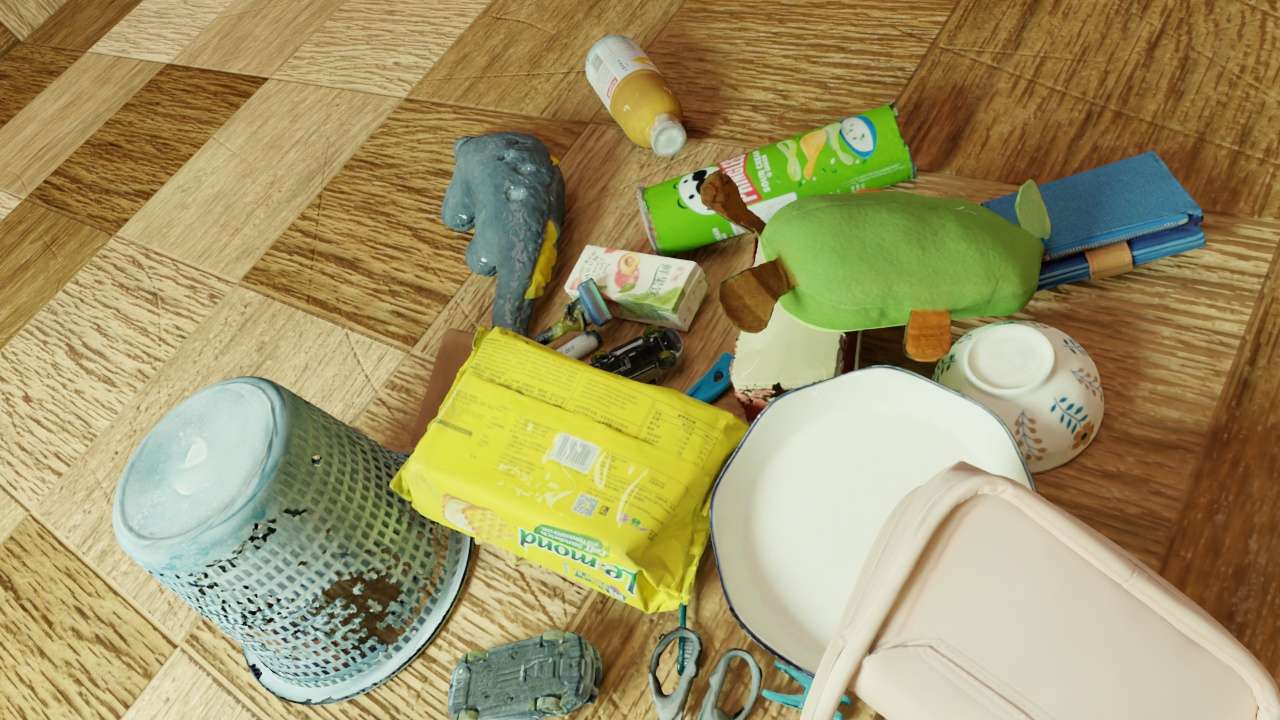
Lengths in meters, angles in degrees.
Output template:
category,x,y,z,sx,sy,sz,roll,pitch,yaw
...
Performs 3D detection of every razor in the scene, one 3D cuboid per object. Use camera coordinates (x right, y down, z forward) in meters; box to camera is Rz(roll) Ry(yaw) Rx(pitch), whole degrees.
category,x,y,z,sx,sy,sz,roll,pitch,yaw
razor,-0.088,-0.019,0.826,0.143,0.022,0.042,-32,78,18

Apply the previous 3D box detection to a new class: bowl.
category,x,y,z,sx,sy,sz,roll,pitch,yaw
bowl,0.252,0.015,0.625,0.114,0.062,0.113,-15,49,17

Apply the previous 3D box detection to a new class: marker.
category,x,y,z,sx,sy,sz,roll,pitch,yaw
marker,-0.092,0.013,0.825,0.131,0.018,0.022,-31,73,1

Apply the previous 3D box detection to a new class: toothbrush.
category,x,y,z,sx,sy,sz,roll,pitch,yaw
toothbrush,0.039,0.133,0.668,0.018,0.016,0.191,-2,54,12

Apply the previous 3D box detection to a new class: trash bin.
category,x,y,z,sx,sy,sz,roll,pitch,yaw
trash bin,-0.273,0.124,0.707,0.227,0.195,0.226,-13,51,16

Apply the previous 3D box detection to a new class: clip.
category,x,y,z,sx,sy,sz,roll,pitch,yaw
clip,0.105,0.211,0.577,0.056,0.014,0.041,13,62,35

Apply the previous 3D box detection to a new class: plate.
category,x,y,z,sx,sy,sz,roll,pitch,yaw
plate,0.148,0.107,0.591,0.205,0.045,0.204,-8,65,17

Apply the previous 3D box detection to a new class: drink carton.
category,x,y,z,sx,sy,sz,roll,pitch,yaw
drink carton,-0.003,-0.065,0.821,0.123,0.045,0.053,13,67,34

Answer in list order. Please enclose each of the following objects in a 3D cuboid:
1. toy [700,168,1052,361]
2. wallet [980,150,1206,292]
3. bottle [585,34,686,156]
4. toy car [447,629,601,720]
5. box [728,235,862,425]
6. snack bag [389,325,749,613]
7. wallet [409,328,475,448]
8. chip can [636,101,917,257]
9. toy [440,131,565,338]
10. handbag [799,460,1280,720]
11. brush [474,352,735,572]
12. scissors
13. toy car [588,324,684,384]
category,x,y,z,sx,sy,sz,roll,pitch,yaw
toy,0.166,-0.070,0.636,0.246,0.090,0.226,2,41,-3
wallet,0.336,-0.104,0.692,0.133,0.040,0.106,-16,41,16
bottle,-0.002,-0.279,0.972,0.068,0.068,0.189,-29,48,2
toy car,-0.083,0.226,0.643,0.121,0.037,0.054,-19,49,25
box,0.122,-0.034,0.714,0.091,0.079,0.168,-2,54,24
snack bag,-0.050,0.071,0.673,0.247,0.068,0.157,18,62,18
wallet,-0.145,0.033,0.810,0.101,0.020,0.115,13,78,23
chip can,0.119,-0.157,0.817,0.236,0.072,0.072,-16,49,13
toy,-0.139,-0.164,0.946,0.138,0.091,0.356,-49,42,23
handbag,0.180,0.192,0.482,0.193,0.093,0.234,36,89,11
brush,-0.021,0.077,0.731,0.254,0.046,0.083,-36,43,-9
scissors,0.027,0.257,0.574,0.145,0.014,0.172,-16,61,1
toy car,-0.005,0.005,0.775,0.090,0.035,0.042,-28,49,3
